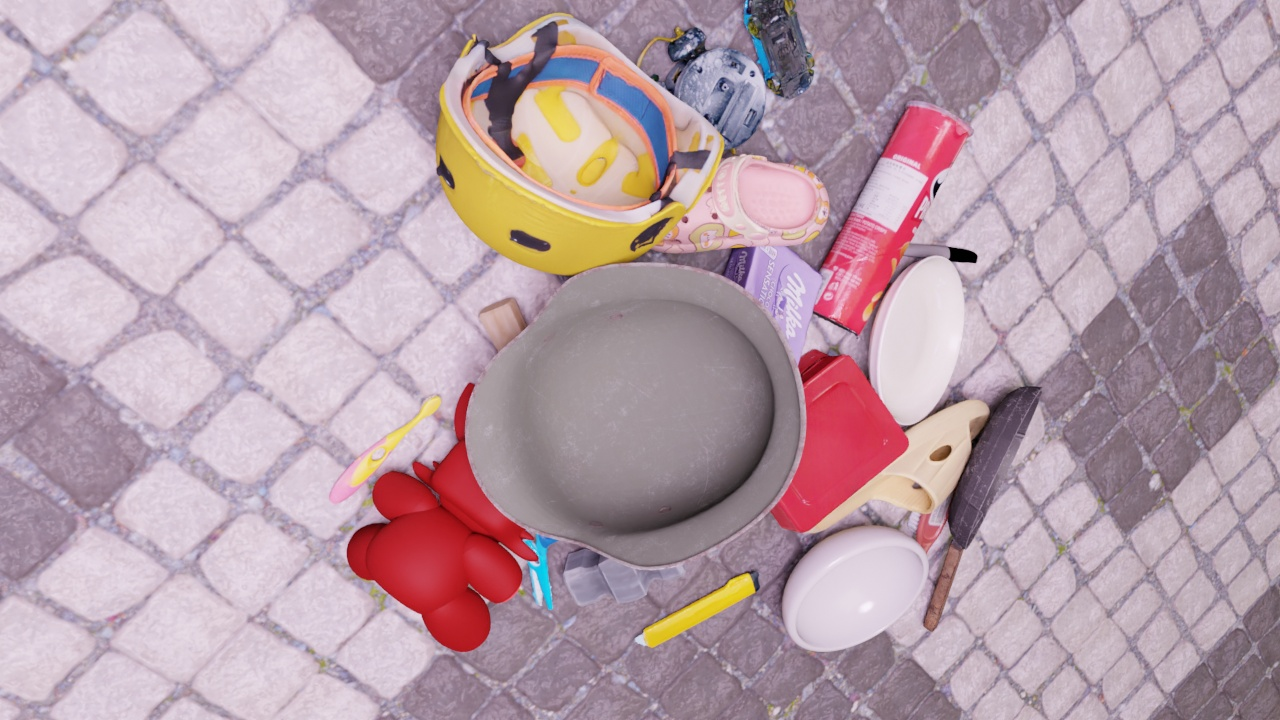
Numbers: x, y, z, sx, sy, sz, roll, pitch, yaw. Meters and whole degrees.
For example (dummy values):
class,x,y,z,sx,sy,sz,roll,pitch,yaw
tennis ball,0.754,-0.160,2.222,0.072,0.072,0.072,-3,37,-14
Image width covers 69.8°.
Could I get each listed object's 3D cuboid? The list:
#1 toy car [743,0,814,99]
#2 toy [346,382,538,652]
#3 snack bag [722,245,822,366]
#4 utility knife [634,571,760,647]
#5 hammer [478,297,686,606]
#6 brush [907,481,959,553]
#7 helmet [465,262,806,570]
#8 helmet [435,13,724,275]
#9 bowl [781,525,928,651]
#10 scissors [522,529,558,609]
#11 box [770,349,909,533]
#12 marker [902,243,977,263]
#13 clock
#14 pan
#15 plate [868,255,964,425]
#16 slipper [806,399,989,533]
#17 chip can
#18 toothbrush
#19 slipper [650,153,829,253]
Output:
class,x,y,z,sx,sy,sz,roll,pitch,yaw
toy car,0.126,-0.295,0.851,0.048,0.032,0.105,-36,122,-10
toy,-0.156,0.141,0.821,0.158,0.121,0.197,35,77,13
snack bag,0.109,-0.030,0.885,0.096,0.059,0.205,31,66,-28
utility knife,0.065,0.276,1.015,0.155,0.017,0.030,-26,110,-14
hammer,-0.067,0.090,0.872,0.117,0.051,0.323,-20,109,13
brush,0.336,0.211,1.101,0.041,0.030,0.172,13,99,-26
helmet,-0.003,0.044,0.752,0.268,0.153,0.227,-14,88,9
helmet,-0.067,-0.146,0.726,0.209,0.140,0.239,40,46,6
bowl,0.232,0.246,1.037,0.176,0.066,0.177,-12,128,-16
scissors,-0.096,0.191,0.894,0.015,0.083,0.140,-44,128,-57
box,0.172,0.081,0.942,0.157,0.122,0.136,-36,112,-9
marker,0.312,-0.116,0.992,0.138,0.022,0.016,2,118,-24
clock,0.054,-0.242,0.826,0.129,0.052,0.090,26,95,-28
pan,0.387,0.184,1.082,0.207,0.040,0.358,-29,139,-51
plate,0.289,-0.023,0.981,0.181,0.034,0.182,-16,113,-43
slipper,0.292,0.131,1.010,0.261,0.079,0.111,-27,150,-9
chip can,0.246,-0.140,0.928,0.073,0.073,0.233,25,96,-27
toothbrush,-0.231,0.079,0.830,0.135,0.016,0.021,-44,119,-2
slipper,0.081,-0.151,0.827,0.197,0.082,0.093,-2,81,-9
